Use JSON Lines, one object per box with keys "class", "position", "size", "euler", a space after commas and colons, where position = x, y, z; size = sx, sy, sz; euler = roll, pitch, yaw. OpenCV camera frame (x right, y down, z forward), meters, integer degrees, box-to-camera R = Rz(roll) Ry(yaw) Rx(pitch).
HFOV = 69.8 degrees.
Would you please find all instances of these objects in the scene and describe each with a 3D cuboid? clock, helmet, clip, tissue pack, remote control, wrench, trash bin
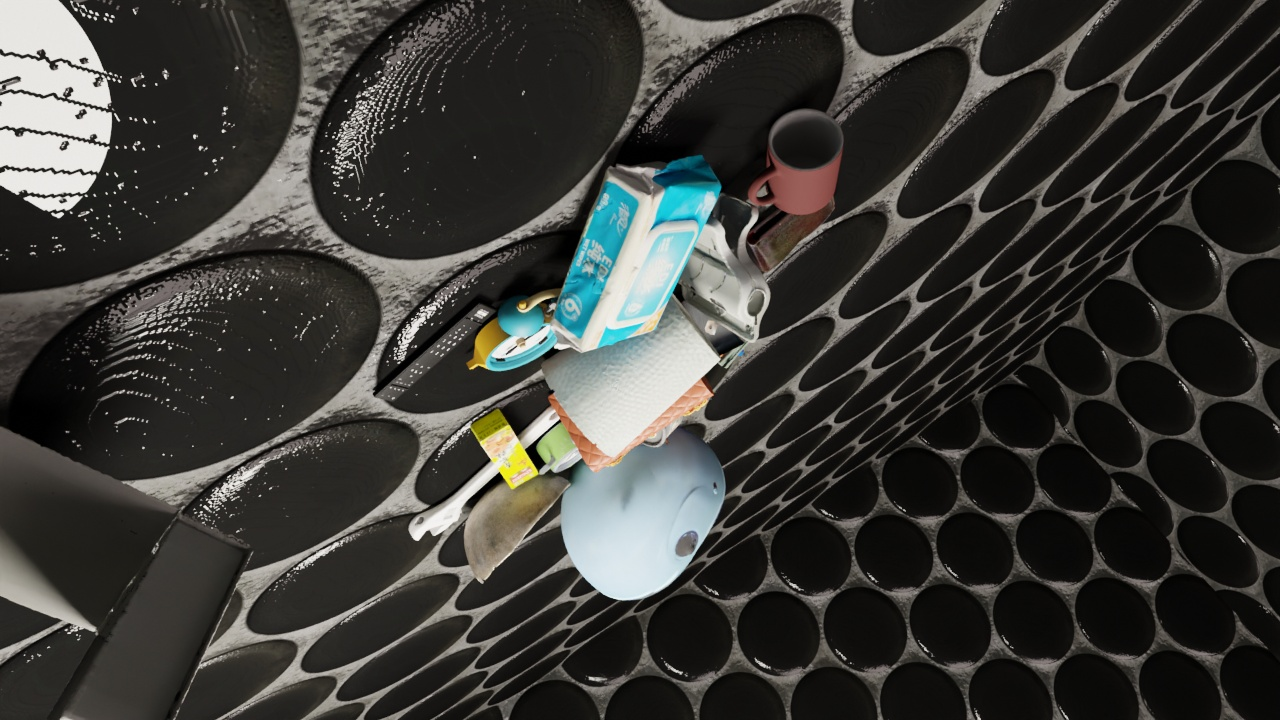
{"class": "clock", "position": [-0.092, 0.108, 1.221], "size": [0.094, 0.042, 0.119], "euler": [-40, 168, 10]}
{"class": "clock", "position": [0.008, 0.053, 1.196], "size": [0.056, 0.104, 0.148], "euler": [-36, 156, -30]}
{"class": "helmet", "position": [-0.018, 0.200, 1.305], "size": [0.166, 0.226, 0.265], "euler": [35, 77, -45]}
{"class": "clip", "position": [0.080, -0.099, 0.966], "size": [0.075, 0.125, 0.144], "euler": [-29, 134, -29]}
{"class": "tissue pack", "position": [-0.009, -0.093, 0.856], "size": [0.116, 0.066, 0.210], "euler": [-17, 141, -50]}
{"class": "clock", "position": [-0.112, -0.031, 0.911], "size": [0.130, 0.043, 0.099], "euler": [-39, 160, 29]}
{"class": "clip", "position": [0.138, -0.024, 1.319], "size": [0.076, 0.023, 0.045], "euler": [-48, 153, 7]}
{"class": "remote control", "position": [-0.196, -0.008, 0.872], "size": [0.140, 0.009, 0.030], "euler": [-40, 159, 10]}
{"class": "wrench", "position": [-0.197, 0.144, 1.187], "size": [0.274, 0.018, 0.066], "euler": [-42, 158, 12]}
{"class": "trash bin", "position": [-0.006, 0.006, 1.017], "size": [0.161, 0.133, 0.133], "euler": [-38, 159, 7]}

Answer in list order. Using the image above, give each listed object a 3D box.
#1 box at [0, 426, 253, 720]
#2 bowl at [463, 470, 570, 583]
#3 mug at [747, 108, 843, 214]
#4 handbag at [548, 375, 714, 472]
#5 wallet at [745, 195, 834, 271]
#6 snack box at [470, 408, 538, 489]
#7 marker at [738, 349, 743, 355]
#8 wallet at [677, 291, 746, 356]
{"class": "box", "position": [-0.429, 0.126, 0.624], "size": [0.168, 0.380, 0.171], "euler": [-47, 173, 25]}
{"class": "bowl", "position": [-0.180, 0.207, 1.238], "size": [0.178, 0.081, 0.178], "euler": [-46, 179, -1]}
{"class": "mug", "position": [0.151, -0.190, 0.926], "size": [0.105, 0.073, 0.082], "euler": [-37, 159, -8]}
{"class": "handbag", "position": [-0.008, 0.045, 1.109], "size": [0.172, 0.109, 0.060], "euler": [-34, 164, 12]}
{"class": "wallet", "position": [0.180, -0.164, 1.095], "size": [0.120, 0.031, 0.099], "euler": [-40, 162, 4]}
{"class": "snack box", "position": [-0.164, 0.110, 1.119], "size": [0.040, 0.029, 0.148], "euler": [-31, 151, -9]}
{"class": "marker", "position": [0.105, -0.007, 1.335], "size": [0.141, 0.013, 0.013], "euler": [-9, 147, -49]}
{"class": "wallet", "position": [0.086, -0.049, 1.148], "size": [0.089, 0.026, 0.115], "euler": [-26, 132, -17]}
